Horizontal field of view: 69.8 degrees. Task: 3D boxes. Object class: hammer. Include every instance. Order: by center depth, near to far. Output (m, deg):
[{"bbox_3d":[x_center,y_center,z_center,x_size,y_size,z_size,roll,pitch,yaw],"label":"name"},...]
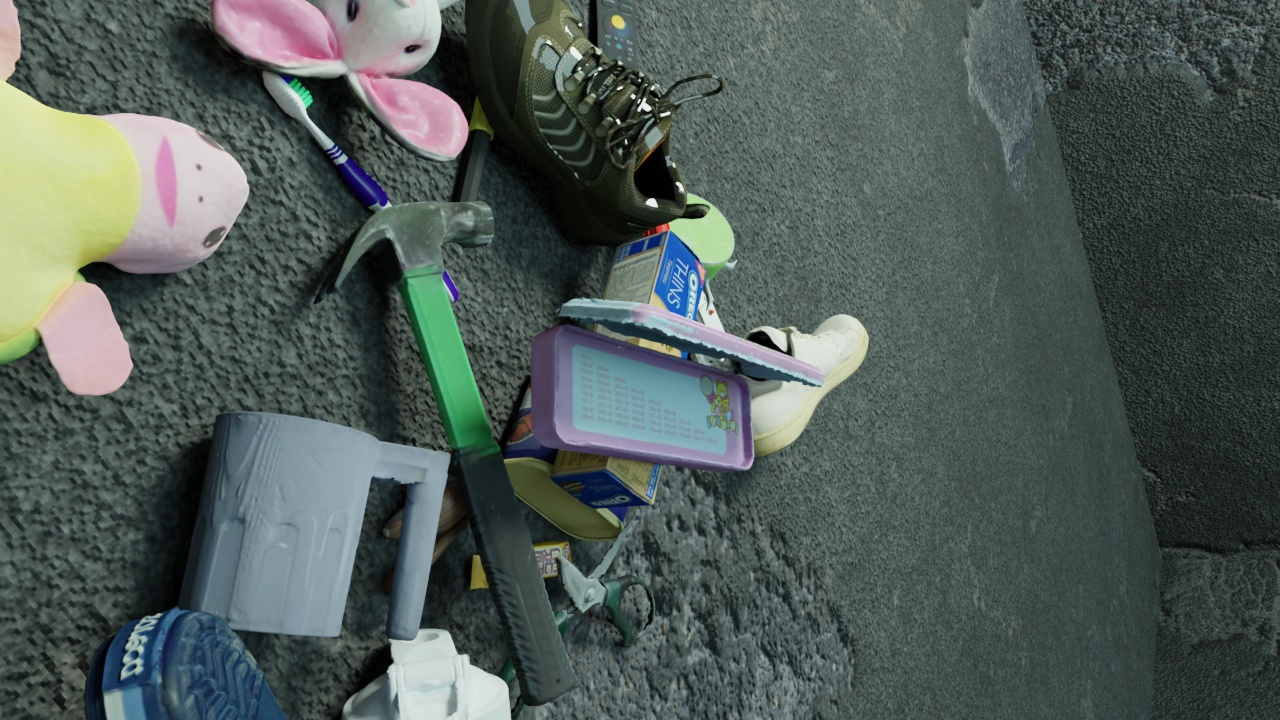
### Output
[{"bbox_3d":[-0.105,0.055,0.570,0.130,0.032,0.318,-16,86,-47],"label":"hammer"}]

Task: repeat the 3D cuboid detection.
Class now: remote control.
[{"bbox_3d":[-0.024,-0.268,0.812,0.041,0.020,0.151,6,77,-28],"label":"remote control"}]

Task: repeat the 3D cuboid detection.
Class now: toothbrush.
[{"bbox_3d":[-0.173,-0.108,0.588,0.187,0.015,0.016,54,40,-32],"label":"toothbrush"}]

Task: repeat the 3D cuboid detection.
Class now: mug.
[{"bbox_3d":[-0.169,0.090,0.483,0.123,0.084,0.104,14,72,-24],"label":"mug"}]

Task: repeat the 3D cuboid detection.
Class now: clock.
[{"bbox_3d":[0.035,-0.112,0.822,0.119,0.043,0.094,35,47,-5],"label":"clock"}]

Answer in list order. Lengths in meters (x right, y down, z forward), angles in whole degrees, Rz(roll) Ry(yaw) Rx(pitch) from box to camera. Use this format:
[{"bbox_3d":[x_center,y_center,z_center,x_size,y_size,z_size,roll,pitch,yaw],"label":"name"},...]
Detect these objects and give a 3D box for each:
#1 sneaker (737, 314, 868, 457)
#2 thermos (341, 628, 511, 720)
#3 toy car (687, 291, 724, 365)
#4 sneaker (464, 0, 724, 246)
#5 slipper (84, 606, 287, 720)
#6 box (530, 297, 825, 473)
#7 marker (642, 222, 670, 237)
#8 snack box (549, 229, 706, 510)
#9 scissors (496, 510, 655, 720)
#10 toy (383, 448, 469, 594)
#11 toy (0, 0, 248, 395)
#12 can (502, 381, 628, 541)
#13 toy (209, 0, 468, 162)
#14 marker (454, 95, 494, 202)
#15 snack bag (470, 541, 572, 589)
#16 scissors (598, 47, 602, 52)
[{"bbox_3d":[0.152,0.000,0.951,0.240,0.089,0.102,-43,109,-43],"label":"sneaker"},{"bbox_3d":[-0.115,0.274,0.525,0.099,0.099,0.220,-5,91,-53],"label":"thermos"},{"bbox_3d":[0.050,-0.046,0.852,0.039,0.039,0.113,-46,119,-46],"label":"toy car"},{"bbox_3d":[-0.023,-0.178,0.660,0.100,0.143,0.238,-60,136,-31],"label":"sneaker"},{"bbox_3d":[-0.200,0.225,0.428,0.095,0.105,0.253,-15,116,-11],"label":"slipper"},{"bbox_3d":[0.036,0.017,0.587,0.214,0.093,0.089,16,68,-49],"label":"box"},{"bbox_3d":[0.004,-0.155,0.794,0.021,0.023,0.144,63,14,-58],"label":"marker"},{"bbox_3d":[-0.004,0.004,0.665,0.057,0.056,0.206,42,50,-37],"label":"snack box"},{"bbox_3d":[-0.048,0.207,0.664,0.201,0.015,0.202,-54,148,-20],"label":"scissors"},{"bbox_3d":[-0.130,0.096,0.581,0.055,0.042,0.101,51,50,-9],"label":"toy"},{"bbox_3d":[-0.276,-0.069,0.383,0.237,0.088,0.190,-28,100,-55],"label":"toy"},{"bbox_3d":[-0.047,0.068,0.686,0.116,0.057,0.092,46,48,-38],"label":"can"},{"bbox_3d":[-0.160,-0.228,0.575,0.159,0.084,0.193,31,59,-29],"label":"toy"},{"bbox_3d":[-0.118,-0.154,0.666,0.021,0.017,0.123,112,-13,-70],"label":"marker"},{"bbox_3d":[-0.082,0.145,0.655,0.099,0.020,0.026,6,79,-52],"label":"snack bag"},{"bbox_3d":[-0.060,-0.208,0.754,0.124,0.019,0.155,41,56,-36],"label":"scissors"}]
